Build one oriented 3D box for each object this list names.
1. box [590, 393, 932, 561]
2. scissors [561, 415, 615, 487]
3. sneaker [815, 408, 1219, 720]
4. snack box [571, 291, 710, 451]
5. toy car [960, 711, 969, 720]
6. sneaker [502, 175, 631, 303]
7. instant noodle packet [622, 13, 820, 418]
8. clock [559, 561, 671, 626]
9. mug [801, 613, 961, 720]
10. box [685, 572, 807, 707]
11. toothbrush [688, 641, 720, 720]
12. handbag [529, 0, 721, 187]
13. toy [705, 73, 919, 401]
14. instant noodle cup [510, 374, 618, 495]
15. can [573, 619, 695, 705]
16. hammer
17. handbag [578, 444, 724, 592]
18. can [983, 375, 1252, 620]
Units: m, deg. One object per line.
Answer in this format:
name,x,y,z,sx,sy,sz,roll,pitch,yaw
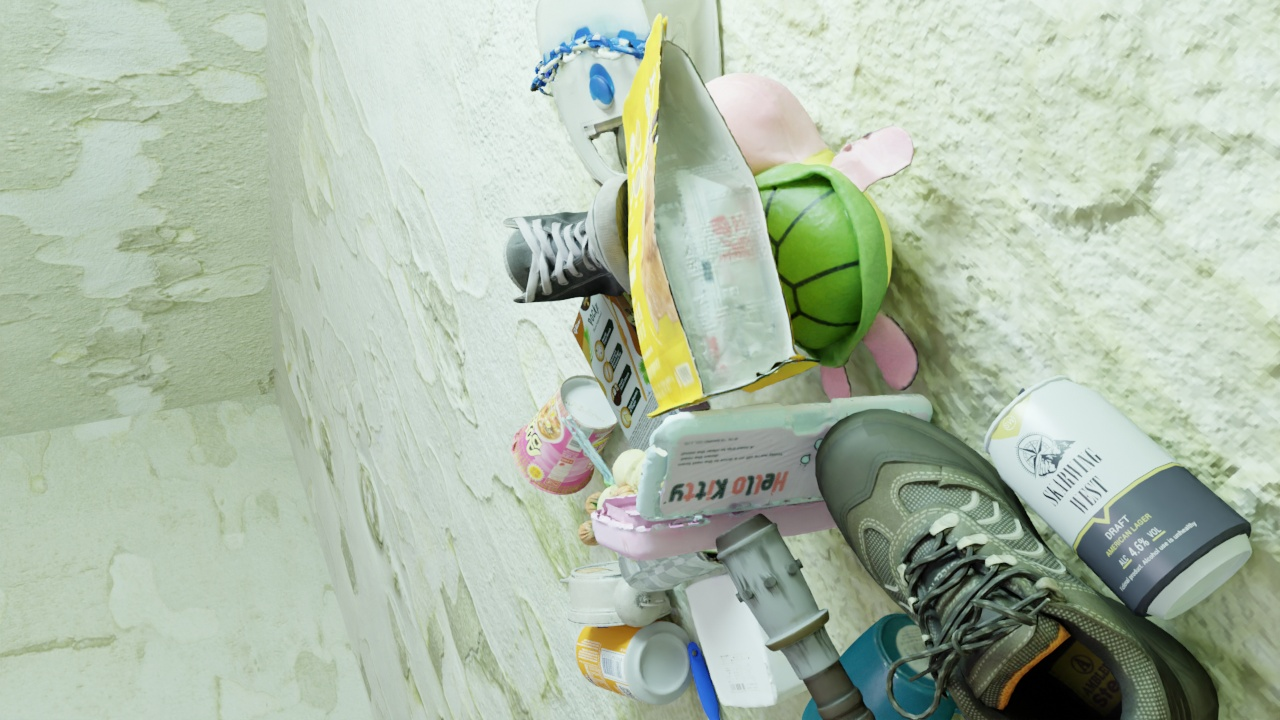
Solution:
box,0.081,0.083,0.580,0.150,0.201,0.073,127,133,-54
scissors,-0.023,0.121,0.906,0.175,0.032,0.078,53,158,-11
sneaker,0.160,0.125,0.453,0.238,0.142,0.101,43,115,25
snack box,-0.005,0.005,0.883,0.186,0.031,0.101,61,146,30
toy car,0.233,0.196,0.521,0.106,0.033,0.048,-45,62,43
sneaker,-0.056,-0.095,0.762,0.234,0.120,0.095,-126,28,-83
instant noodle packet,0.027,-0.082,0.583,0.163,0.084,0.221,139,118,-81
clock,-0.015,0.225,0.902,0.157,0.103,0.061,163,103,-66
mug,0.176,0.230,0.601,0.112,0.084,0.104,31,124,19
box,0.100,0.225,0.764,0.103,0.076,0.107,-41,61,59
toothbrush,0.075,0.359,0.874,0.018,0.016,0.182,-42,63,63
handbag,-0.015,-0.231,0.773,0.201,0.092,0.199,5,111,60
toy,0.106,-0.083,0.602,0.238,0.087,0.190,69,158,5
instant noodle cup,-0.073,0.074,0.975,0.109,0.097,0.097,-54,52,42
can,-0.010,0.302,0.940,0.143,0.079,0.079,-20,82,61
hammer,0.134,0.233,0.494,0.324,0.189,0.101,60,147,13
handbag,0.014,0.136,0.791,0.172,0.123,0.112,131,143,-58
can,0.227,0.061,0.454,0.127,0.064,0.064,54,142,38
